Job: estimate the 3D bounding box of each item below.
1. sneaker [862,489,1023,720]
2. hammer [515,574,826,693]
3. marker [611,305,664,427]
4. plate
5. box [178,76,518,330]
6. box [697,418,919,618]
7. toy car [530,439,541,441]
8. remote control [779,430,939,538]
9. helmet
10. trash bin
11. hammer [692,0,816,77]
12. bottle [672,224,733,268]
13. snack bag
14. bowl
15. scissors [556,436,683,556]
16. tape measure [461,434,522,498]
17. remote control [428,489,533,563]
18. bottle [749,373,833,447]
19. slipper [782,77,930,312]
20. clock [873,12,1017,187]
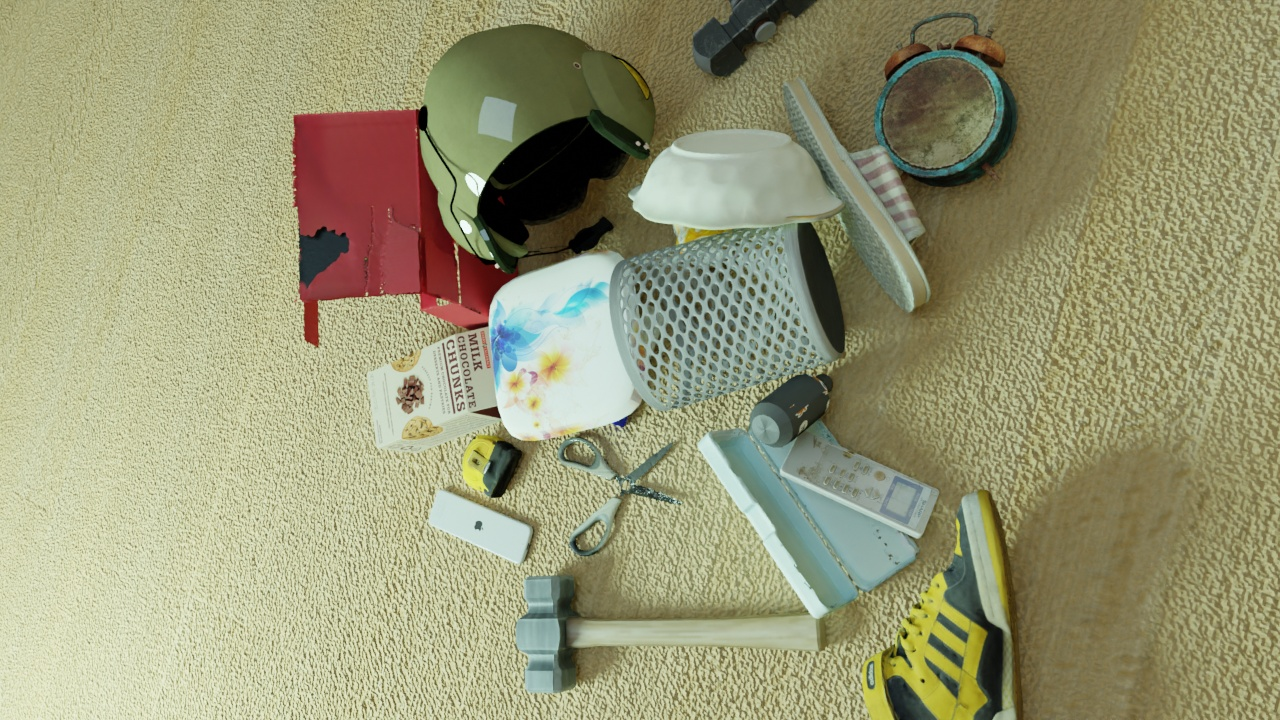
[{"bbox_3d":[0.250,0.230,0.770,0.122,0.086,0.238,-6,81,24],"label":"sneaker"},{"bbox_3d":[0.023,0.271,0.915,0.323,0.051,0.117,-8,76,25],"label":"hammer"},{"bbox_3d":[-0.006,0.006,0.994,0.027,0.023,0.133,22,91,52],"label":"marker"},{"bbox_3d":[-0.084,-0.016,0.964,0.187,0.016,0.186,-15,75,27],"label":"plate"},{"bbox_3d":[-0.271,-0.159,0.976,0.124,0.377,0.211,-18,72,42],"label":"box"},{"bbox_3d":[0.153,0.130,0.856,0.122,0.078,0.197,-34,66,-2],"label":"box"},{"bbox_3d":[-0.092,0.062,1.023,0.091,0.036,0.042,-17,73,24],"label":"toy car"},{"bbox_3d":[0.199,0.111,0.835,0.136,0.011,0.050,24,59,16],"label":"remote control"},{"bbox_3d":[-0.103,-0.225,0.947,0.251,0.255,0.232,-38,67,15],"label":"helmet"},{"bbox_3d":[0.087,-0.048,0.880,0.184,0.156,0.156,-15,73,23],"label":"trash bin"},{"bbox_3d":[0.065,-0.474,1.043,0.156,0.043,0.322,-37,63,18],"label":"hammer"},{"bbox_3d":[0.064,-0.152,0.964,0.063,0.063,0.109,-20,58,24],"label":"bottle"},{"bbox_3d":[-0.215,0.031,1.078,0.207,0.069,0.094,-21,71,24],"label":"snack bag"},{"bbox_3d":[0.086,-0.178,0.862,0.220,0.187,0.060,15,121,33],"label":"bowl"},{"bbox_3d":[-0.032,0.141,0.987,0.170,0.012,0.157,26,95,31],"label":"scissors"},{"bbox_3d":[-0.177,0.119,1.058,0.064,0.037,0.065,29,95,30],"label":"tape measure"},{"bbox_3d":[-0.187,0.192,1.066,0.147,0.008,0.045,16,88,30],"label":"remote control"},{"bbox_3d":[0.146,0.042,0.858,0.047,0.112,0.047,21,125,33],"label":"bottle"},{"bbox_3d":[0.209,-0.166,0.864,0.052,0.115,0.262,-26,66,3],"label":"slipper"},{"bbox_3d":[0.283,-0.241,0.853,0.121,0.073,0.157,1,92,29],"label":"clock"}]
